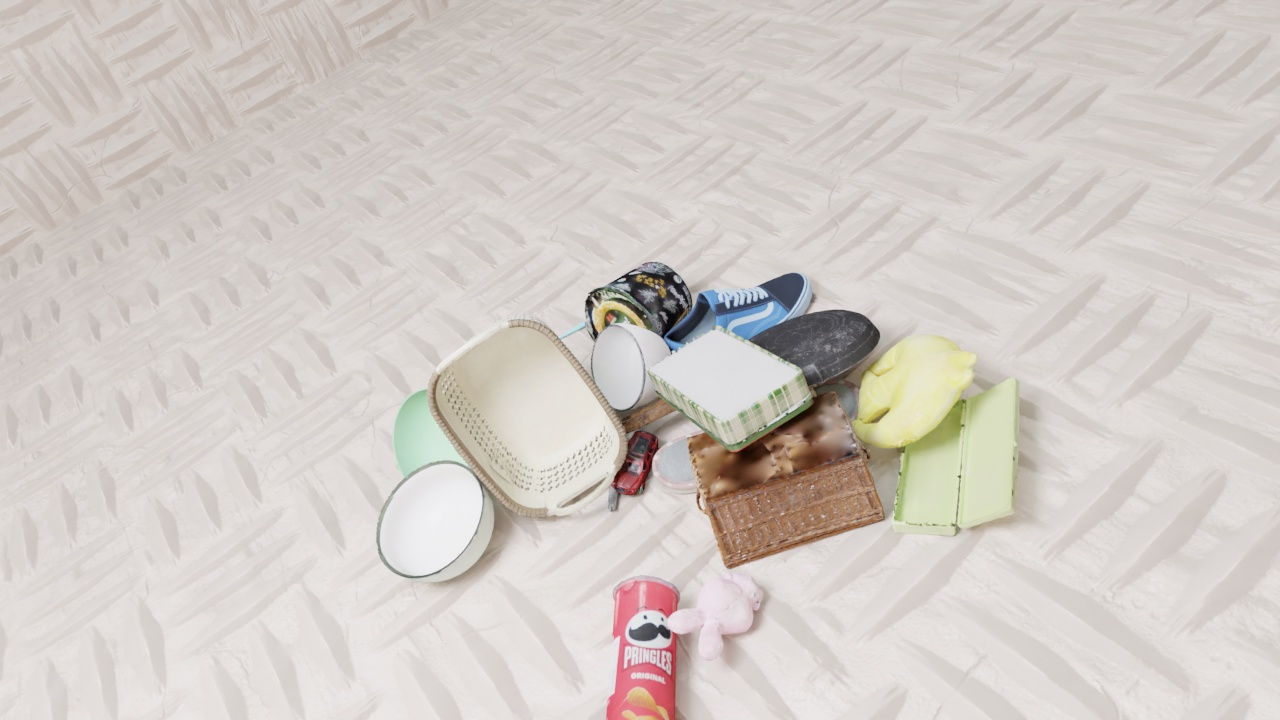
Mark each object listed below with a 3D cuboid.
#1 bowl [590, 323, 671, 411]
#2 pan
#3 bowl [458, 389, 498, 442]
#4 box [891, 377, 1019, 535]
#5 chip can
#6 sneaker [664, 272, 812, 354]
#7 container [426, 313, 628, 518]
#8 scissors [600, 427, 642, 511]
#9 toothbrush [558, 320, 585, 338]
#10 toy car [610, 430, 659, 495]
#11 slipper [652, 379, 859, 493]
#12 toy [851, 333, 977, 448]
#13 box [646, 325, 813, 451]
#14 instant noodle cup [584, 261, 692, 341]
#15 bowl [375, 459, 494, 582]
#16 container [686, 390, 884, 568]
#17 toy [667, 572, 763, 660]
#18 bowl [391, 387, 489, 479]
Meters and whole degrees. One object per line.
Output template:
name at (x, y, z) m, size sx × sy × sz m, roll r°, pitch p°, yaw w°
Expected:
bowl at (-0.007, 0.007, 1.223) m, size 0.065 × 0.116 × 0.116 m, roll -7°, pitch 26°, yaw -39°
pan at (0.129, 0.013, 1.167) m, size 0.357 × 0.040 × 0.207 m, roll -22°, pitch 16°, yaw 2°
bowl at (-0.229, 0.063, 1.317) m, size 0.112 × 0.061 × 0.112 m, roll -13°, pitch 40°, yaw 11°
box at (0.351, 0.107, 1.010) m, size 0.141 × 0.044 × 0.187 m, roll -21°, pitch 33°, yaw 37°
chip can at (0.001, 0.331, 0.902) m, size 0.073 × 0.073 × 0.232 m, roll -11°, pitch 41°, yaw 14°
sneaker at (0.136, -0.068, 1.263) m, size 0.241 × 0.098 × 0.083 m, roll -34°, pitch 41°, yaw -14°
container at (-0.137, 0.059, 1.138) m, size 0.185 × 0.246 × 0.142 m, roll -33°, pitch 17°, yaw 5°
scissors at (-0.043, 0.128, 1.192) m, size 0.095 × 0.014 × 0.170 m, roll 10°, pitch 47°, yaw 22°
toothbrush at (-0.087, -0.059, 1.424) m, size 0.180 × 0.016 × 0.016 m, roll -28°, pitch 39°, yaw -7°
toy car at (-0.006, 0.129, 1.155) m, size 0.042 × 0.036 × 0.091 m, roll 15°, pitch 55°, yaw 14°
slipper at (0.142, 0.085, 1.124) m, size 0.274 × 0.054 × 0.114 m, roll -23°, pitch 40°, yaw 0°
toy at (0.315, 0.031, 1.056) m, size 0.155 × 0.064 × 0.170 m, roll -21°, pitch 31°, yaw 41°
box at (0.097, 0.028, 1.055) m, size 0.117 × 0.050 × 0.205 m, roll -33°, pitch 26°, yaw -13°
instant noodle cup at (0.003, -0.071, 1.314) m, size 0.137 × 0.137 × 0.112 m, roll 13°, pitch 41°, yaw 35°
bowl at (-0.244, 0.207, 1.141) m, size 0.154 × 0.073 × 0.153 m, roll -13°, pitch 55°, yaw 19°
container at (0.157, 0.131, 1.021) m, size 0.198 × 0.113 × 0.113 m, roll -19°, pitch 40°, yaw 6°
toy at (0.080, 0.261, 0.947) m, size 0.109 × 0.047 × 0.063 m, roll -27°, pitch 69°, yaw -42°
bowl at (-0.257, 0.108, 1.242) m, size 0.151 × 0.151 × 0.076 m, roll 8°, pitch 6°, yaw 31°
